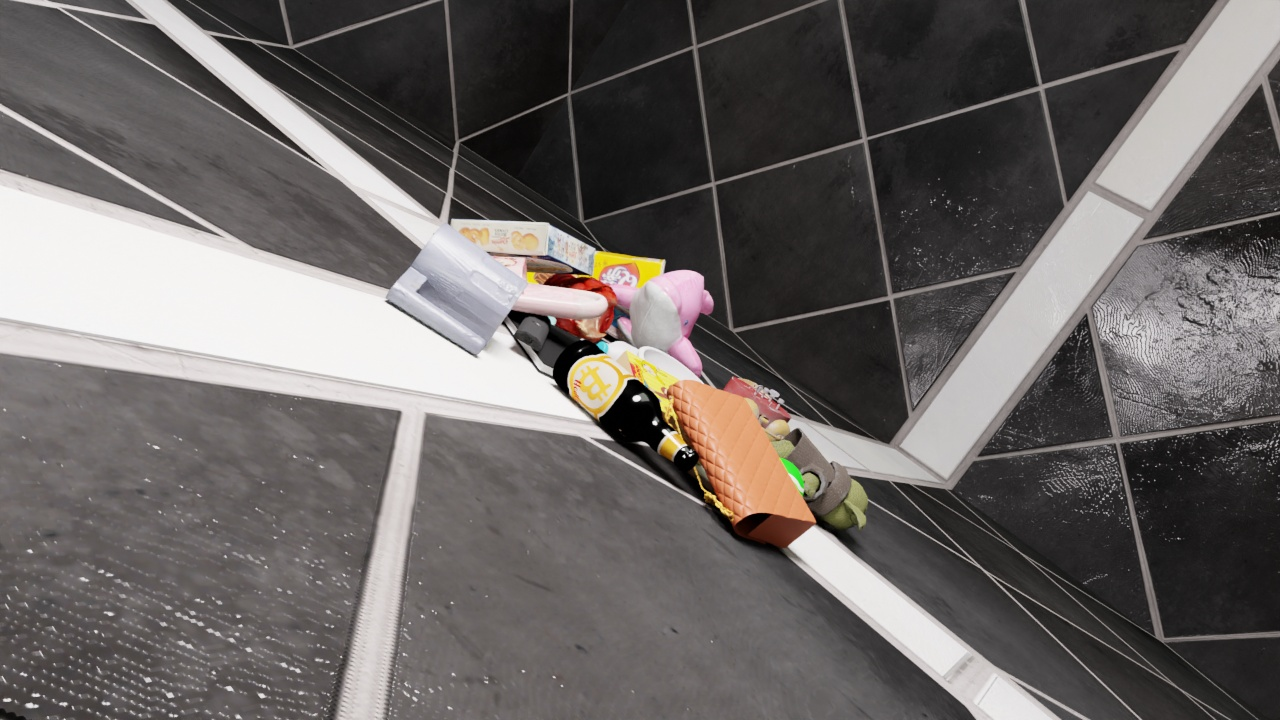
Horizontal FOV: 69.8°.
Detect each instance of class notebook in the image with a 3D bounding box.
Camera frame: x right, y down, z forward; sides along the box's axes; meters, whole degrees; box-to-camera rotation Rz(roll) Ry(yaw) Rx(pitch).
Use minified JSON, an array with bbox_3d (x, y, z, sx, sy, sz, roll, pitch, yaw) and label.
[{"bbox_3d":[-0.092,-0.007,1.103,0.149,0.016,0.206,27,11,-34],"label":"notebook"}]

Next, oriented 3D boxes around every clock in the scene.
[{"bbox_3d":[0.176,0.079,1.400,0.117,0.081,0.158,32,9,-13],"label":"clock"}]

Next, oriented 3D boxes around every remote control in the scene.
[{"bbox_3d":[-0.122,-0.036,1.055,0.033,0.015,0.146,31,10,-7],"label":"remote control"}]

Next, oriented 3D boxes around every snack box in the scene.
[{"bbox_3d":[-0.153,-0.147,1.203,0.144,0.042,0.145,6,-3,22],"label":"snack box"},{"bbox_3d":[-0.079,-0.140,1.419,0.230,0.062,0.110,8,9,2],"label":"snack box"},{"bbox_3d":[0.027,0.054,1.039,0.125,0.040,0.088,29,26,-30],"label":"snack box"}]

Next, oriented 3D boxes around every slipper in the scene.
[{"bbox_3d":[-0.147,-0.092,1.103,0.221,0.056,0.106,14,15,-4],"label":"slipper"}]

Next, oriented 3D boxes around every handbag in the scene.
[{"bbox_3d":[0.092,0.106,0.942,0.108,0.060,0.171,23,31,-45],"label":"handbag"}]

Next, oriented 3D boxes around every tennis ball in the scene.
[{"bbox_3d":[0.147,0.139,1.011,0.065,0.065,0.065,33,9,-6],"label":"tennis ball"}]

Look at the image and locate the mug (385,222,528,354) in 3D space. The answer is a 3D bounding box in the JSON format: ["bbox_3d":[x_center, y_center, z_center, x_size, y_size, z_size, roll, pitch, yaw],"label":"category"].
[{"bbox_3d":[-0.183,-0.066,0.918,0.104,0.084,0.123,35,32,-9],"label":"mug"}]

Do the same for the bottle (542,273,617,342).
[{"bbox_3d":[-0.080,-0.070,1.265,0.099,0.099,0.111,26,-2,-43],"label":"bottle"}]

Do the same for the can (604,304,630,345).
[{"bbox_3d":[-0.041,-0.068,1.494,0.130,0.044,0.130,30,5,-3],"label":"can"}]

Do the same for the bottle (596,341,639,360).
[{"bbox_3d":[-0.008,0.007,1.239,0.136,0.044,0.044,27,11,-41],"label":"bottle"}]

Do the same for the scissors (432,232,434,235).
[{"bbox_3d":[-0.226,-0.172,1.305,0.141,0.014,0.175,0,-3,-20],"label":"scissors"}]

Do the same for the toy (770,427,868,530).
[{"bbox_3d":[0.218,0.153,1.163,0.153,0.078,0.179,42,8,-2],"label":"toy"}]

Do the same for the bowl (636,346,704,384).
[{"bbox_3d":[0.044,0.047,1.186,0.149,0.043,0.149,37,17,-14],"label":"bowl"}]

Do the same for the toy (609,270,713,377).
[{"bbox_3d":[0.045,-0.060,1.319,0.186,0.127,0.266,47,-19,13],"label":"toy"}]

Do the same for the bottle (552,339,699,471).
[{"bbox_3d":[-0.011,0.050,0.933,0.181,0.059,0.059,39,10,30],"label":"bottle"}]

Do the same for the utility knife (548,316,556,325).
[{"bbox_3d":[-0.183,-0.087,1.207,0.165,0.015,0.022,29,3,-14],"label":"utility knife"}]
